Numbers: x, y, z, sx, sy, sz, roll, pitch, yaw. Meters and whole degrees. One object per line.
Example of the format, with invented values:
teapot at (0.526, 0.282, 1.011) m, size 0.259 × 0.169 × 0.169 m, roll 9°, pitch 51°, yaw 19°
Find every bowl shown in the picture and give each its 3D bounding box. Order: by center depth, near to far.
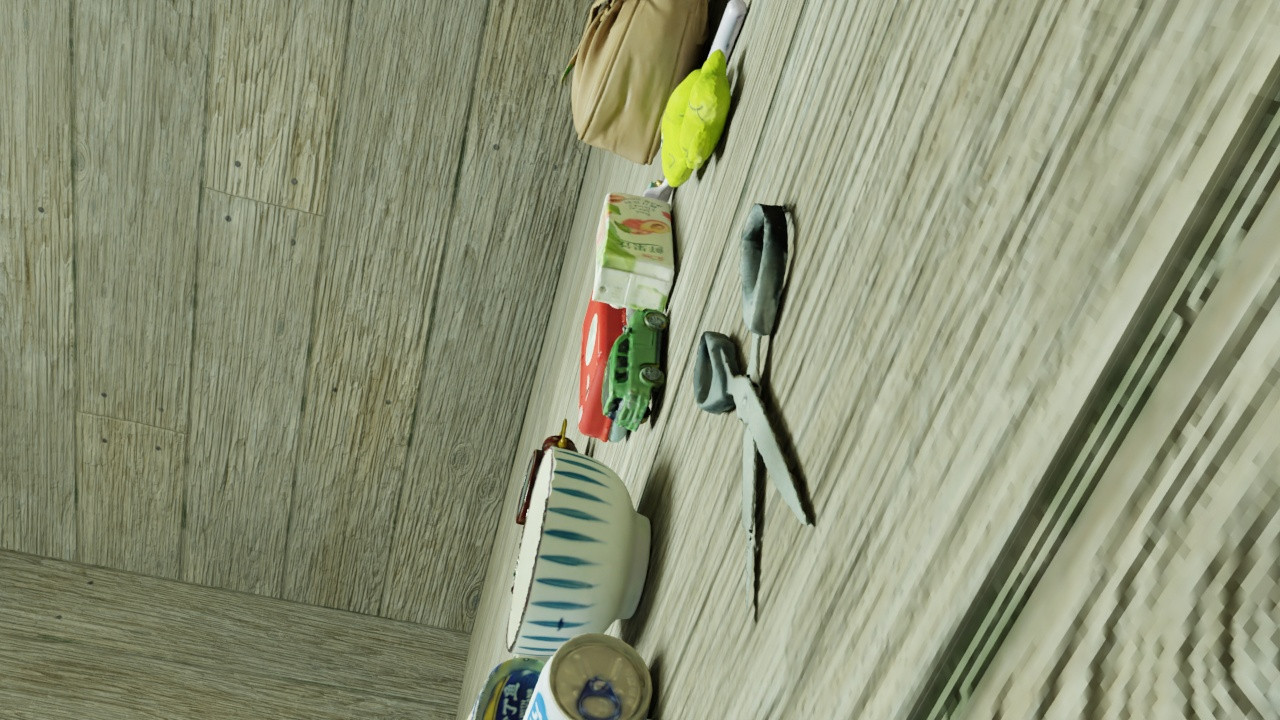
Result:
bowl at (-0.033, 0.112, 0.522) m, size 0.116 × 0.066 × 0.116 m, roll -169°, pitch 91°, yaw -81°

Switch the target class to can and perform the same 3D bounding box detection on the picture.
can at (-0.035, 0.193, 0.457) m, size 0.053 × 0.053 × 0.135 m, roll -87°, pitch 13°, yaw -49°
can at (-0.081, 0.266, 0.592) m, size 0.148 × 0.074 × 0.049 m, roll -90°, pitch 19°, yaw -55°

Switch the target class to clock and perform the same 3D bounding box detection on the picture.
clock at (-0.084, 0.117, 0.898) m, size 0.082 × 0.055 × 0.122 m, roll -163°, pitch 87°, yaw -82°

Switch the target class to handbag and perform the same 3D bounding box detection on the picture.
handbag at (-0.002, -0.243, 0.718) m, size 0.204 × 0.100 × 0.148 m, roll -83°, pitch 13°, yaw -63°

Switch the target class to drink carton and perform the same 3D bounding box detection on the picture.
drink carton at (-0.005, -0.080, 0.676) m, size 0.122 × 0.053 × 0.046 m, roll -90°, pitch 14°, yaw -59°

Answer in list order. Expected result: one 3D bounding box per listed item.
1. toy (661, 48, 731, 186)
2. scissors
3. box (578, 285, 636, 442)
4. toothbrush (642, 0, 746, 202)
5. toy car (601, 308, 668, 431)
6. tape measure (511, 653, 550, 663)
toy at (0.035, -0.156, 0.596) m, size 0.100 × 0.031 × 0.097 m, roll -103°, pitch 26°, yaw -62°
scissors at (0.044, 0.011, 0.362) m, size 0.178 × 0.014 × 0.159 m, roll 179°, pitch 101°, yaw -79°
box at (-0.020, -0.013, 0.748) m, size 0.200 × 0.047 × 0.087 m, roll -94°, pitch 19°, yaw -64°
toothbrush at (0.038, -0.178, 0.656) m, size 0.021 × 0.029 × 0.190 m, roll 55°, pitch 149°, yaw 19°
toy car at (-0.004, 0.004, 0.606) m, size 0.091 × 0.036 × 0.043 m, roll -80°, pitch 6°, yaw -45°
tape measure at (-0.104, 0.288, 0.848) m, size 0.066 × 0.033 × 0.065 m, roll 111°, pitch 167°, yaw -48°
